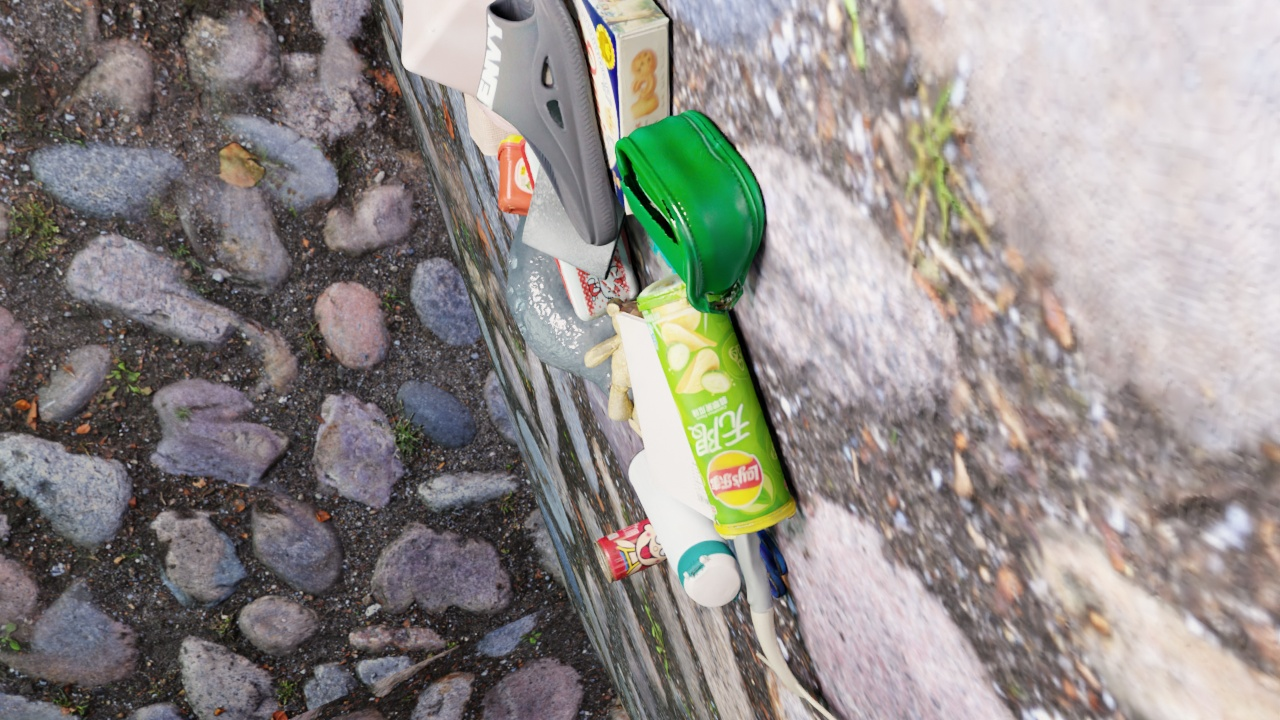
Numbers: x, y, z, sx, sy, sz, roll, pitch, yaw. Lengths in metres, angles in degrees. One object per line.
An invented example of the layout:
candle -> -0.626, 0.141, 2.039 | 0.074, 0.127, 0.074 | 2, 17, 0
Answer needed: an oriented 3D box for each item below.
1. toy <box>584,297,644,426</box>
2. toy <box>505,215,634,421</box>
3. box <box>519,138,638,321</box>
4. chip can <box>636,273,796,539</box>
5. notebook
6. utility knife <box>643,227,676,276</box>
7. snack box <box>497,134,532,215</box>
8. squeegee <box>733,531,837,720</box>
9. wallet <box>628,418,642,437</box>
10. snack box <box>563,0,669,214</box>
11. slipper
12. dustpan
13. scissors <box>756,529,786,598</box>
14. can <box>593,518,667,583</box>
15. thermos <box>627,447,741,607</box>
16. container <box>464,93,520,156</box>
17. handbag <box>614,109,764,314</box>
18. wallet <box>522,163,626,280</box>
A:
toy -> -0.006, 0.006, 0.990 | 0.066, 0.105, 0.157 | -54, -27, -52
toy -> -0.086, -0.070, 1.086 | 0.356, 0.138, 0.091 | 66, -172, 9
box -> -0.066, -0.143, 0.960 | 0.091, 0.095, 0.201 | -60, -44, -64
chip can -> 0.063, 0.033, 0.765 | 0.073, 0.072, 0.221 | -176, 66, -75
notebook -> 0.041, 0.063, 0.911 | 0.150, 0.012, 0.209 | 24, 132, 49
utility knife -> 0.036, -0.070, 0.840 | 0.029, 0.013, 0.161 | 86, 158, -55
snack box -> -0.118, -0.204, 1.036 | 0.082, 0.091, 0.080 | 180, 95, -77
squeegee -> 0.122, 0.237, 0.863 | 0.246, 0.039, 0.247 | 70, 164, -12
wallet -> 0.002, 0.066, 1.157 | 0.115, 0.024, 0.087 | -139, 32, -66
snack box -> -0.032, -0.249, 0.773 | 0.178, 0.045, 0.182 | 87, 159, -53
slipper -> -0.088, -0.210, 0.779 | 0.110, 0.083, 0.268 | 48, 158, 55
dustpan -> -0.152, -0.384, 0.951 | 0.223, 0.138, 0.273 | -17, 67, 55
scissors -> 0.100, 0.158, 0.925 | 0.173, 0.012, 0.128 | 63, 165, 15
can -> 0.015, 0.213, 1.085 | 0.053, 0.132, 0.053 | 159, 90, -77
thermos -> 0.048, 0.178, 1.003 | 0.224, 0.073, 0.073 | -122, 16, -58
container -> -0.162, -0.319, 1.095 | 0.090, 0.089, 0.111 | -126, 24, -49
handbag -> 0.037, -0.111, 0.682 | 0.131, 0.068, 0.120 | 59, 171, 33
wallet -> -0.060, -0.149, 0.895 | 0.097, 0.019, 0.121 | 25, 122, 11
